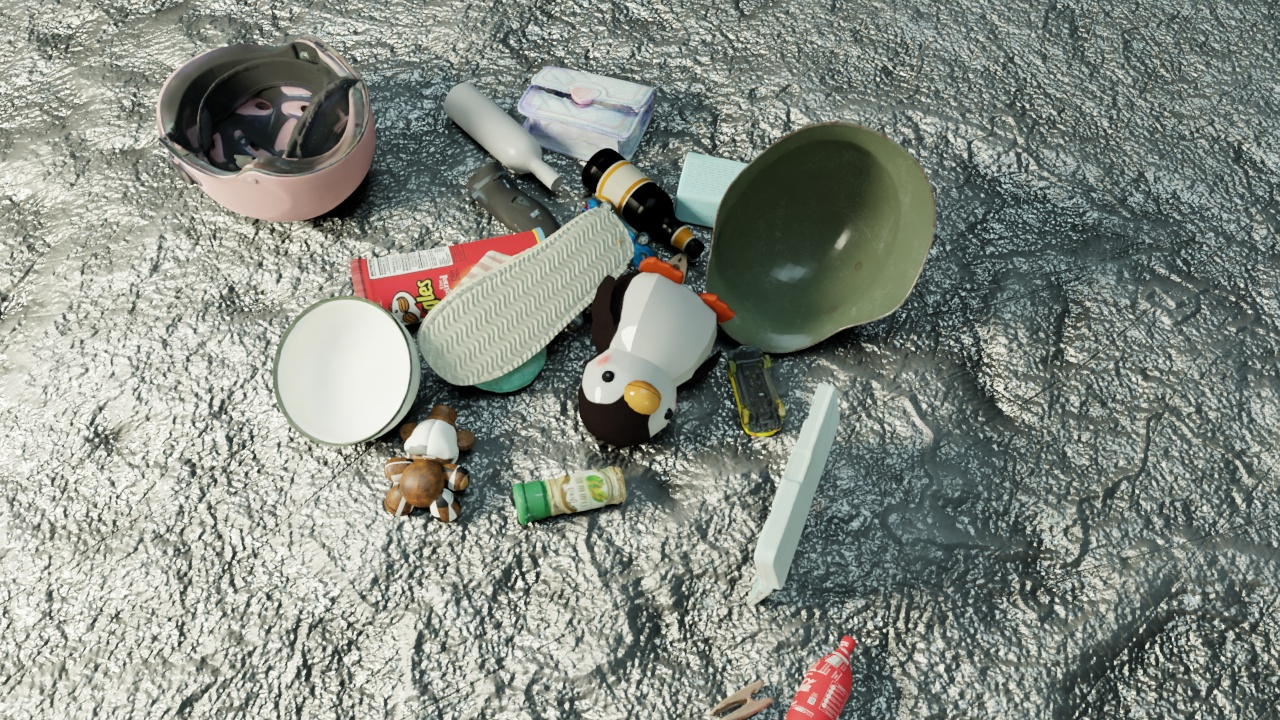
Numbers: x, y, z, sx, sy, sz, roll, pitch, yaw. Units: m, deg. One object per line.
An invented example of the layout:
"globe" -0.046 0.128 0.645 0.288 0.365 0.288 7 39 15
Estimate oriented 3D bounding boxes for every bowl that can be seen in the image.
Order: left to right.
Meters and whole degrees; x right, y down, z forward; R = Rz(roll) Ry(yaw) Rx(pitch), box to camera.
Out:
"bowl" -0.296 0.014 0.956 0.153 0.073 0.153 -1 84 10

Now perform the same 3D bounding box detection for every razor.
"razor" -0.151 -0.191 1.113 0.140 0.064 0.052 39 65 20

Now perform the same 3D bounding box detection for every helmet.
"helmet" -0.433 -0.266 1.091 0.255 0.153 0.229 23 62 12
"helmet" 0.182 -0.142 1.027 0.227 0.268 0.153 29 19 -11

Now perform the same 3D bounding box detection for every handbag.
"handbag" -0.070 -0.333 1.206 0.159 0.069 0.126 17 57 10

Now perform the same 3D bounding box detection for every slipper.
"slipper" -0.124 -0.074 0.992 0.262 0.052 0.115 -37 105 -17

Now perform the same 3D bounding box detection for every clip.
"clip" 0.046 -0.105 1.097 0.049 0.026 0.061 -20 54 -26
"clip" 0.092 0.312 0.841 0.061 0.026 0.049 9 57 0

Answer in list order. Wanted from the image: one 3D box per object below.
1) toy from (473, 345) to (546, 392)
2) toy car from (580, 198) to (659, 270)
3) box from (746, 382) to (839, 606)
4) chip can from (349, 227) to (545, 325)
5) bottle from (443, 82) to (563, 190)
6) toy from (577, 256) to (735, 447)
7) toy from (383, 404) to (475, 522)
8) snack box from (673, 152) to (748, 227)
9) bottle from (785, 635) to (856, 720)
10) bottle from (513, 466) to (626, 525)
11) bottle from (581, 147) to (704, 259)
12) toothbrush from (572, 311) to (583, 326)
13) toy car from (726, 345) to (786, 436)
"toy" -0.147 -0.001 1.017 0.105 0.033 0.085 -34 55 -21
"toy car" -0.026 -0.145 1.101 0.120 0.056 0.043 40 78 24
"box" 0.150 0.132 0.888 0.044 0.136 0.196 19 59 14
"chip can" -0.210 -0.091 1.036 0.213 0.087 0.087 -12 60 -12
"bottle" -0.171 -0.282 1.175 0.052 0.053 0.195 -38 68 -23
"toy" -0.006 0.006 0.982 0.159 0.140 0.183 33 67 -21
"toy" -0.213 0.101 0.934 0.087 0.067 0.112 8 49 1
"snack box" 0.133 -0.202 1.144 0.175 0.053 0.074 12 59 2
"bottle" 0.161 0.313 0.833 0.042 0.042 0.141 29 61 14
"bottle" -0.071 0.136 0.930 0.111 0.043 0.043 -10 59 -10
"bottle" 0.008 -0.186 1.123 0.059 0.059 0.181 -38 67 -23
"toothbrush" -0.094 -0.096 1.086 0.021 0.017 0.135 -17 61 -16
"toy car" 0.126 0.032 1.011 0.049 0.030 0.106 -9 66 -7
